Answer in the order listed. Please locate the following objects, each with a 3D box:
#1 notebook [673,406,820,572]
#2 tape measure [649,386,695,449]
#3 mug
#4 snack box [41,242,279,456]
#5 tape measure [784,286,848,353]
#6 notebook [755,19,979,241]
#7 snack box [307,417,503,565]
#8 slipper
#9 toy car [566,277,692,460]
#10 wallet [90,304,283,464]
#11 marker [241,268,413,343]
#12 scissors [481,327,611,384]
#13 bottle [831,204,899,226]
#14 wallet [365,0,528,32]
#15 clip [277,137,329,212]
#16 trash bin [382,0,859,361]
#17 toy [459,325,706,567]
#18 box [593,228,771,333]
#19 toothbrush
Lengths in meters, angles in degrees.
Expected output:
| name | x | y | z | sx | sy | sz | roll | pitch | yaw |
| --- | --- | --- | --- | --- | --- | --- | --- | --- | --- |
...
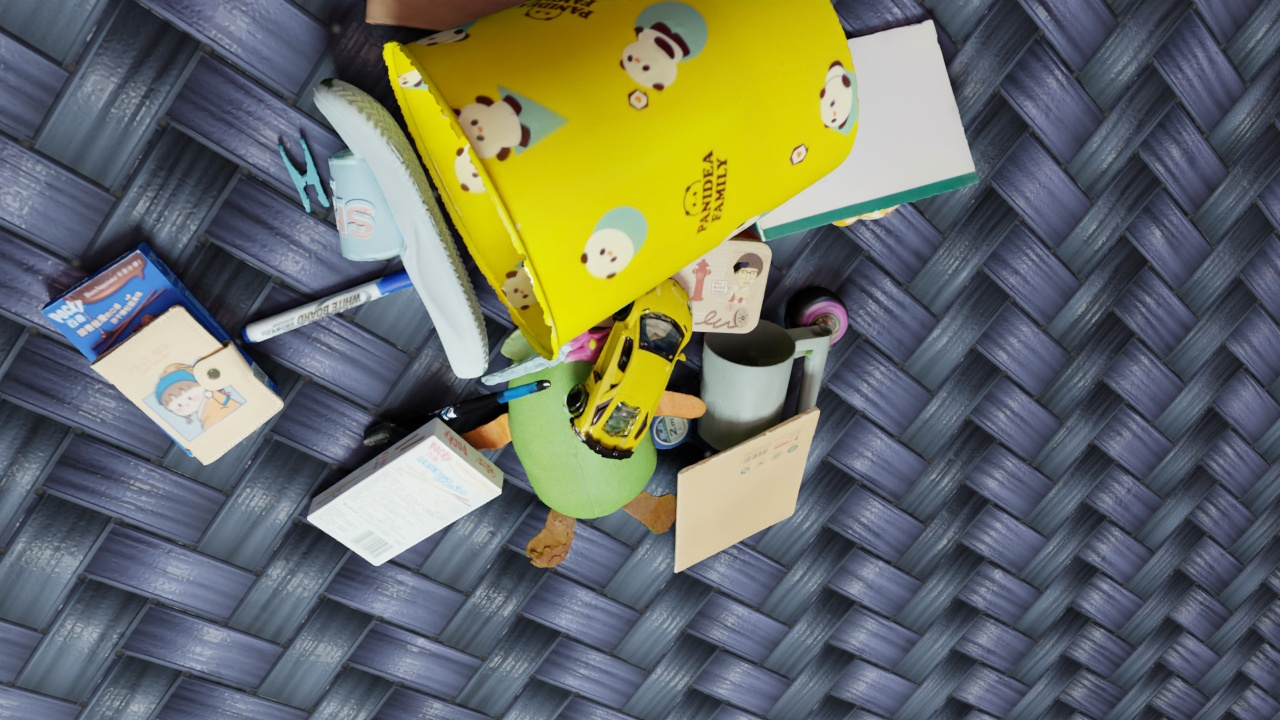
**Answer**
| name | x | y | z | sx | sy | sz | roll | pitch | yaw |
| --- | --- | --- | --- | --- | --- | --- | --- | --- | --- |
| notebook | 0.099 | 0.131 | 0.895 | 0.147 | 0.008 | 0.208 | -23 | 147 | -15 |
| tape measure | 0.024 | 0.057 | 0.883 | 0.054 | 0.025 | 0.058 | -18 | 115 | -9 |
| mug | 0.115 | 0.022 | 0.859 | 0.123 | 0.083 | 0.104 | -7 | 126 | -16 |
| snack box | -0.366 | -0.005 | 0.711 | 0.084 | 0.026 | 0.157 | -33 | 121 | -2 |
| tape measure | 0.169 | -0.041 | 0.880 | 0.057 | 0.039 | 0.058 | 18 | 114 | -19 |
| notebook | 0.177 | -0.197 | 0.781 | 0.209 | 0.012 | 0.150 | -16 | 89 | -12 |
| snack box | -0.205 | 0.118 | 0.801 | 0.157 | 0.026 | 0.084 | -32 | 122 | 19 |
| slipper | -0.183 | -0.091 | 0.689 | 0.074 | 0.104 | 0.245 | -22 | 114 | -1 |
| toy car | -0.004 | 0.004 | 0.745 | 0.071 | 0.041 | 0.156 | 25 | 92 | -36 |
| wallet | -0.341 | 0.018 | 0.703 | 0.087 | 0.024 | 0.115 | -33 | 120 | 3 |
| marker | -0.248 | -0.045 | 0.741 | 0.145 | 0.017 | 0.017 | -21 | 120 | -9 |
| scissors | -0.066 | -0.006 | 0.745 | 0.133 | 0.017 | 0.057 | -20 | 108 | -17 |
| bottle | 0.212 | -0.160 | 0.824 | 0.108 | 0.063 | 0.063 | -15 | 118 | -12 |
| wallet | -0.134 | -0.284 | 0.649 | 0.115 | 0.020 | 0.101 | 5 | 107 | -11 |
| clip | -0.254 | -0.140 | 0.695 | 0.043 | 0.014 | 0.056 | -21 | 120 | -9 |
| trash bin | -0.007 | -0.159 | 0.635 | 0.255 | 0.229 | 0.230 | -29 | 121 | -11 |
| toy | -0.052 | 0.066 | 0.824 | 0.227 | 0.090 | 0.247 | -11 | 115 | -1 |
| box | 0.019 | -0.080 | 0.795 | 0.168 | 0.076 | 0.091 | 2 | 115 | -14 |
| toothbrush | -0.157 | 0.044 | 0.768 | 0.190 | 0.016 | 0.014 | -16 | 123 | 21 |
